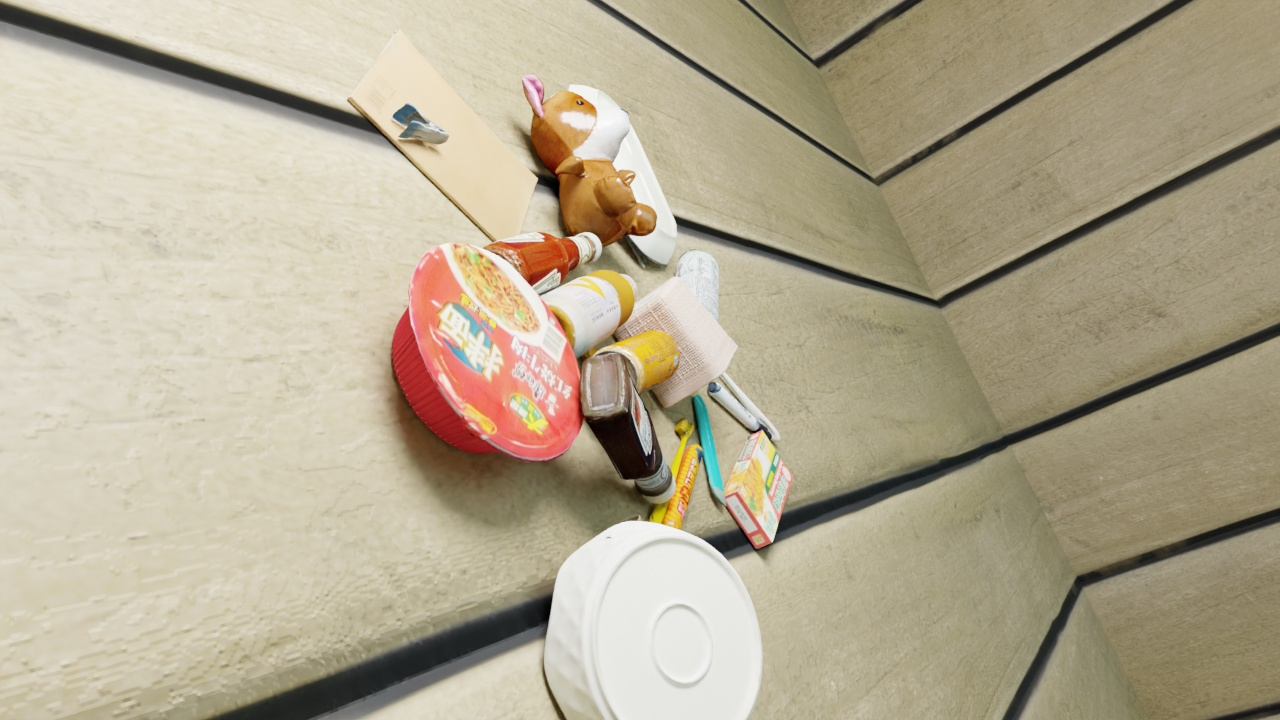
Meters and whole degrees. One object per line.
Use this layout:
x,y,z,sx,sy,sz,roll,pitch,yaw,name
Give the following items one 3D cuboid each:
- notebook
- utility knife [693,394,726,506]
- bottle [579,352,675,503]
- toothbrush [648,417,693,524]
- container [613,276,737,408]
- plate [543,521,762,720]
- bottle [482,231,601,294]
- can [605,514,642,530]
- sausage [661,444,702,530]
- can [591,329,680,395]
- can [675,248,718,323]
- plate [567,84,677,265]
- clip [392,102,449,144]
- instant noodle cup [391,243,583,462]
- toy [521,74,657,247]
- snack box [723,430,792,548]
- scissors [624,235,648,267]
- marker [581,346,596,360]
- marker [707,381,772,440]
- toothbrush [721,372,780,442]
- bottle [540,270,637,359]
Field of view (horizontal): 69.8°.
-0.188,-0.218,0.921,0.211,0.012,0.149,45,32,-28,notebook
0.079,0.102,1.071,0.029,0.013,0.151,39,32,-42,utility knife
-0.006,0.074,0.841,0.195,0.044,0.079,65,17,-52,bottle
0.031,0.116,0.969,0.016,0.016,0.189,48,29,-14,toothbrush
0.036,-0.024,1.038,0.111,0.090,0.090,52,28,-9,container
0.021,0.227,0.734,0.204,0.046,0.204,15,63,-33,plate
-0.095,-0.100,0.917,0.060,0.060,0.205,60,26,-1,bottle
0.011,0.205,0.803,0.133,0.053,0.053,59,27,-3,can
0.044,0.134,0.965,0.021,0.021,0.164,52,28,-16,sausage
-0.006,0.005,0.930,0.058,0.058,0.145,61,20,1,can
0.072,-0.082,1.186,0.058,0.058,0.146,45,31,-28,can
-0.017,-0.250,1.201,0.162,0.034,0.265,14,51,-65,plate
-0.203,-0.216,0.860,0.058,0.027,0.045,13,48,-59,clip
-0.130,0.003,0.744,0.194,0.066,0.193,39,34,-35,instant noodle cup
-0.059,-0.231,1.045,0.199,0.130,0.140,59,9,19,toy
0.143,0.153,1.113,0.077,0.027,0.155,57,27,-10,snack box
-0.032,-0.197,1.173,0.173,0.012,0.124,47,29,-28,scissors
-0.028,0.042,0.941,0.124,0.015,0.018,64,26,1,marker
0.128,0.066,1.185,0.130,0.018,0.022,42,24,-33,marker
0.133,0.044,1.216,0.180,0.016,0.016,50,23,-19,toothbrush
-0.052,-0.051,0.928,0.068,0.068,0.189,59,27,-4,bottle
